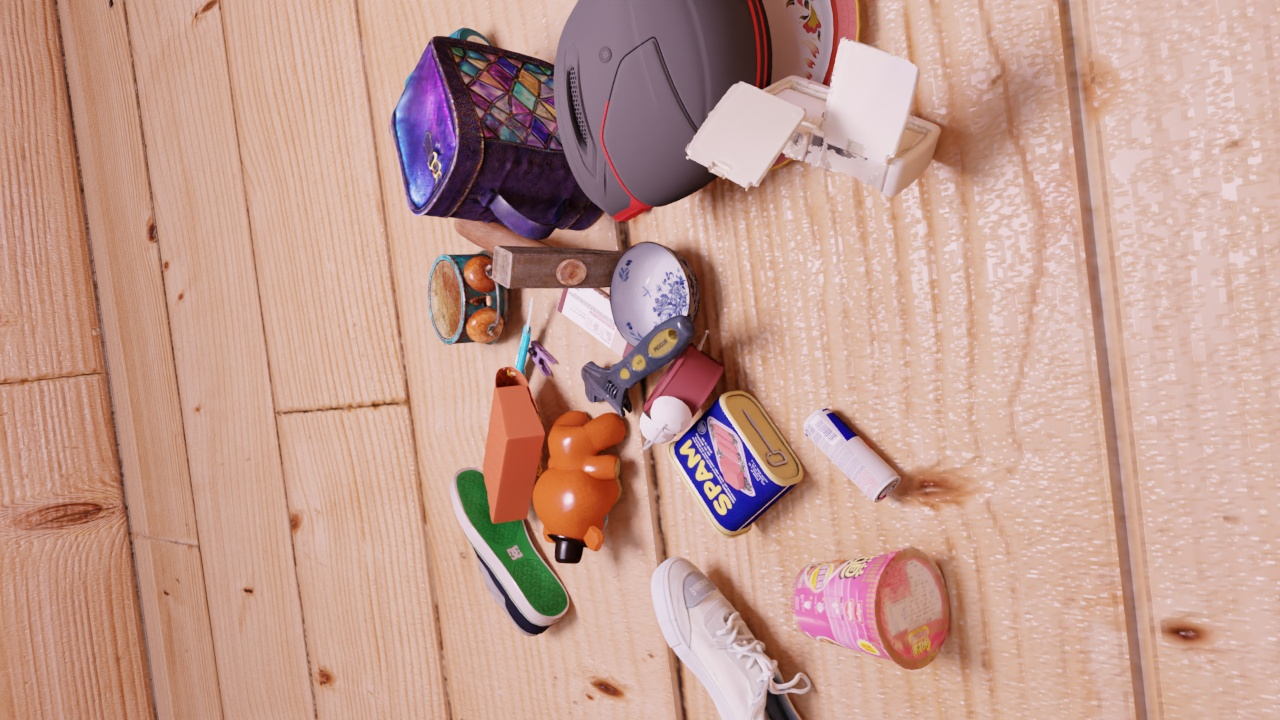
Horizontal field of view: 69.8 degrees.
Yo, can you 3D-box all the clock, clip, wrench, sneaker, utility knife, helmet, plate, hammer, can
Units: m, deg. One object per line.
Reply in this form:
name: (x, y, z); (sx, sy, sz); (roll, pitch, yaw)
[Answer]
clock: (0.038, 0.035, 0.907); (0.044, 0.124, 0.087); (35, 159, -1)
clip: (-0.122, -0.005, 1.127); (0.052, 0.013, 0.035); (51, 127, 31)
wrench: (-0.006, 0.005, 0.951); (0.073, 0.022, 0.274); (57, 153, 3)
sneaker: (0.102, 0.295, 0.904); (0.091, 0.089, 0.242); (-38, 76, 37)
utility knife: (-0.143, -0.018, 1.127); (0.022, 0.015, 0.152); (-109, 27, -49)
helmet: (0.029, -0.258, 0.798); (0.170, 0.163, 0.265); (1, 106, 34)
plate: (0.106, -0.289, 0.849); (0.230, 0.021, 0.230); (8, 102, 44)
sneaker: (-0.184, 0.248, 1.181); (0.235, 0.084, 0.079); (54, 130, 20)
hammer: (-0.142, -0.134, 1.066); (0.301, 0.157, 0.037); (29, 116, 53)
clock: (-0.205, -0.078, 1.154); (0.158, 0.073, 0.121); (9, 102, 55)
can: (0.093, 0.099, 0.898); (0.092, 0.056, 0.116); (-50, 62, 36)
can: (0.187, 0.083, 0.817); (0.095, 0.032, 0.032); (47, 126, 30)

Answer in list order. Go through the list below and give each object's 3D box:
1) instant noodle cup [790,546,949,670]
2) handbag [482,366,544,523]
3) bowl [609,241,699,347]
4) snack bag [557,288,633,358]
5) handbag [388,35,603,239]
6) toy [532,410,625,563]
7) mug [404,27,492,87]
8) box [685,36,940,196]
instant noodle cup: (0.192, 0.212, 0.796); (0.109, 0.097, 0.097); (-15, 85, 52)
handbag: (-0.155, 0.104, 1.122); (0.172, 0.060, 0.108); (107, 150, -45)
bowl: (0.023, -0.067, 0.949); (0.114, 0.045, 0.114); (9, 103, 44)
snack bag: (-0.039, -0.046, 1.037); (0.158, 0.013, 0.057); (35, 118, 36)
handbag: (-0.147, -0.223, 0.989); (0.126, 0.204, 0.222); (-46, 58, 39)
toy: (-0.073, 0.142, 1.046); (0.112, 0.096, 0.175); (2, 69, 45)
mug: (-0.218, -0.342, 1.135); (0.104, 0.084, 0.112); (-34, 100, 37)
box: (0.138, -0.191, 0.682); (0.143, 0.192, 0.107); (26, 132, 21)
